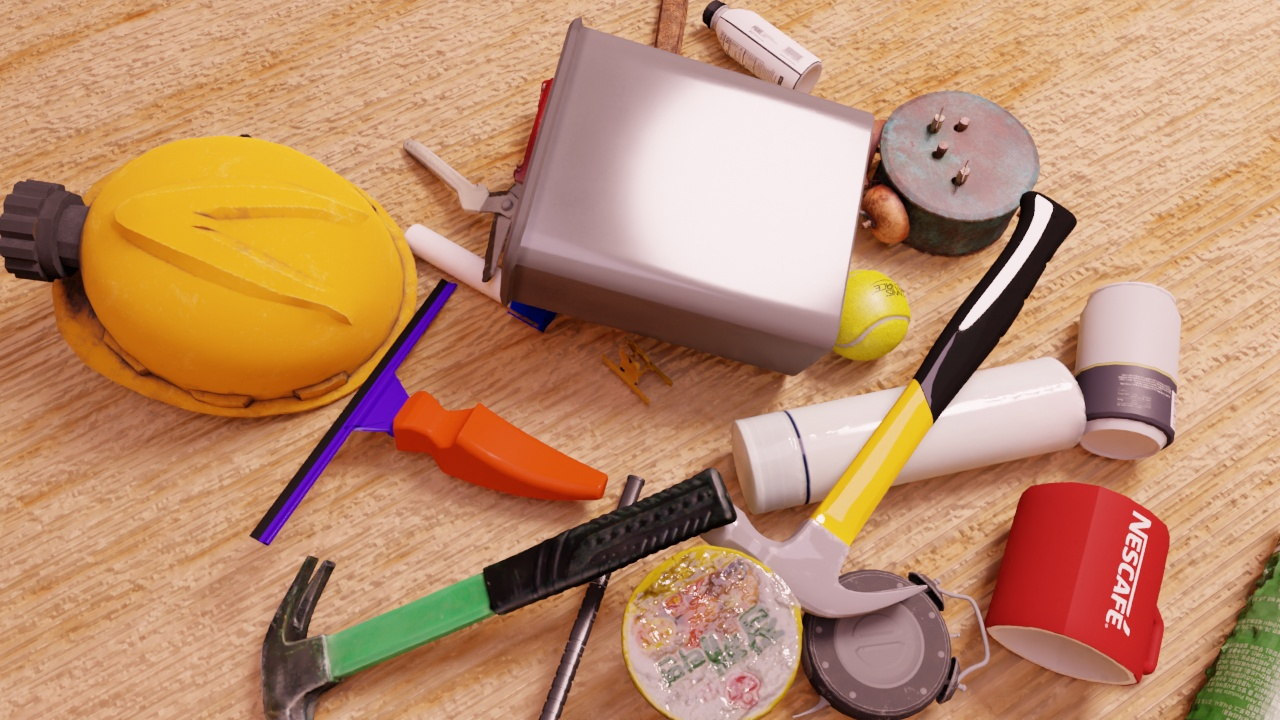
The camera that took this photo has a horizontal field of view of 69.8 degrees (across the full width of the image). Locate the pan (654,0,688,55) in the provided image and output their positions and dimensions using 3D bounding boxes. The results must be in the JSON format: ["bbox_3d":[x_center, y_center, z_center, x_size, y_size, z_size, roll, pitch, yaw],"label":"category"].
[{"bbox_3d":[0.012,-0.190,0.760,0.208,0.040,0.356,5,67,4],"label":"pan"}]

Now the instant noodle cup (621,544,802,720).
[{"bbox_3d":[0.041,0.172,0.548,0.102,0.108,0.102,-1,65,1],"label":"instant noodle cup"}]

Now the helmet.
[{"bbox_3d":[-0.284,-0.073,0.624,0.255,0.131,0.205,7,76,-10],"label":"helmet"}]

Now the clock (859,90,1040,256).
[{"bbox_3d":[0.225,-0.147,0.713,0.157,0.073,0.121,-4,65,0],"label":"clock"}]

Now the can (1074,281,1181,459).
[{"bbox_3d":[0.342,0.002,0.646,0.064,0.064,0.127,15,66,8],"label":"can"}]

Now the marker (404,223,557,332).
[{"bbox_3d":[-0.125,-0.065,0.710,0.133,0.023,0.027,29,89,14],"label":"marker"}]

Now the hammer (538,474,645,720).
[{"bbox_3d":[-0.044,0.205,0.547,0.095,0.015,0.323,17,53,6],"label":"hammer"}]

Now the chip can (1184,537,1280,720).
[{"bbox_3d":[0.393,0.185,0.556,0.075,0.075,0.222,36,71,16],"label":"chip can"}]

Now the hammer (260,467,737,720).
[{"bbox_3d":[-0.093,0.141,0.562,0.319,0.032,0.130,-24,62,9],"label":"hammer"}]

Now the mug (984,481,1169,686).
[{"bbox_3d":[0.285,0.146,0.577,0.116,0.081,0.096,33,67,-16],"label":"mug"}]

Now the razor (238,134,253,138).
[{"bbox_3d":[-0.328,-0.098,0.715,0.060,0.057,0.156,30,63,-31],"label":"razor"}]

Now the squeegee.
[{"bbox_3d":[-0.111,0.059,0.634,0.185,0.055,0.248,18,49,9],"label":"squeegee"}]

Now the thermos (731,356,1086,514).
[{"bbox_3d":[0.179,0.051,0.626,0.230,0.068,0.067,-12,65,-4],"label":"thermos"}]

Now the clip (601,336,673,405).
[{"bbox_3d":[-0.005,0.005,0.666,0.054,0.048,0.046,46,114,18],"label":"clip"}]

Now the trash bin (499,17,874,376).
[{"bbox_3d":[0.032,-0.109,0.643,0.220,0.098,0.191,15,74,-6],"label":"trash bin"}]

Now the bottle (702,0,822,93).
[{"bbox_3d":[0.101,-0.272,0.791,0.041,0.041,0.116,-41,71,-16],"label":"bottle"}]

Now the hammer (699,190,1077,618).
[{"bbox_3d":[0.183,0.022,0.585,0.127,0.029,0.323,38,78,7],"label":"hammer"}]

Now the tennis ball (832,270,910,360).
[{"bbox_3d":[0.161,-0.032,0.665,0.065,0.065,0.065,0,65,1],"label":"tennis ball"}]

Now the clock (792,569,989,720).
[{"bbox_3d":[0.151,0.179,0.578,0.123,0.044,0.091,-6,65,-2],"label":"clock"}]

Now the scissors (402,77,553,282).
[{"bbox_3d":[-0.122,-0.149,0.733,0.179,0.015,0.198,7,66,21],"label":"scissors"}]
